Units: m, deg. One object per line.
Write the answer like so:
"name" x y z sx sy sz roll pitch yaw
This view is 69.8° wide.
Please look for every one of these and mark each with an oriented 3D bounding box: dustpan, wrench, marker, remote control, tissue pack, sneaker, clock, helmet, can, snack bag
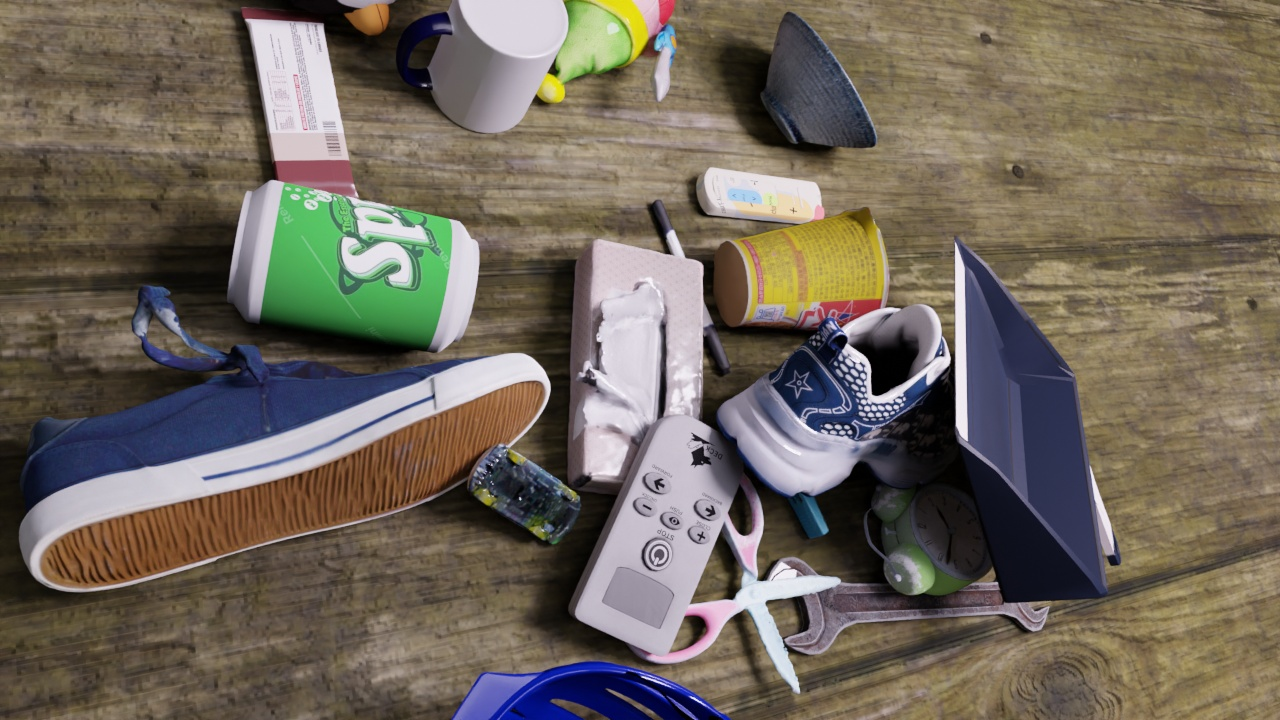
"dustpan" 0.312 0.069 0.711 0.273 0.080 0.235 63 31 -32
"wrench" 0.214 0.188 0.715 0.273 0.010 0.070 5 70 -23
"marker" 0.040 -0.059 0.725 0.011 0.011 0.152 -16 78 -29
"remote control" 0.016 0.112 0.606 0.074 0.019 0.151 30 75 -20
"tissue pack" -0.004 0.004 0.653 0.103 0.071 0.181 11 71 -22
"sneaker" -0.201 0.026 0.543 0.294 0.121 0.127 -14 55 -26
"clock" 0.225 0.138 0.712 0.119 0.043 0.094 12 54 -20
"helmet" 0.009 0.248 0.473 0.241 0.228 0.147 37 70 -7
"can" -0.179 -0.057 0.578 0.139 0.088 0.087 10 67 -21
"sneaker" 0.184 0.015 0.664 0.268 0.133 0.103 -2 45 -42
"snack bag" -0.237 -0.176 0.638 0.057 0.013 0.157 -8 75 -29
"remote control" 0.104 -0.138 0.781 0.125 0.018 0.038 1 71 -27

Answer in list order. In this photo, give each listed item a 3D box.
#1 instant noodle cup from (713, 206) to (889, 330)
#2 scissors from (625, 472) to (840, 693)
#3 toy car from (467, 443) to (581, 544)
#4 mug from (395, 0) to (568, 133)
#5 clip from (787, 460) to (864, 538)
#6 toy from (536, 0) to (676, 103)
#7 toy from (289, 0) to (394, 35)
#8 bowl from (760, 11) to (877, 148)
"instant noodle cup" 0.120 -0.063 0.723 0.112 0.100 0.100 -9 75 -18
"scissors" 0.064 0.152 0.649 0.170 0.013 0.176 -5 68 -18
"toy car" -0.075 0.086 0.596 0.089 0.027 0.038 42 76 -39
"mug" -0.120 -0.222 0.660 0.111 0.097 0.078 -12 77 -28
"clip" 0.109 0.074 0.701 0.116 0.026 0.097 41 57 -7
"toy" -0.029 -0.262 0.740 0.124 0.097 0.131 35 42 -17
"toy" -0.178 -0.317 0.646 0.183 0.159 0.140 -33 120 -17
"bowl" 0.142 -0.226 0.795 0.057 0.137 0.137 -35 88 9
